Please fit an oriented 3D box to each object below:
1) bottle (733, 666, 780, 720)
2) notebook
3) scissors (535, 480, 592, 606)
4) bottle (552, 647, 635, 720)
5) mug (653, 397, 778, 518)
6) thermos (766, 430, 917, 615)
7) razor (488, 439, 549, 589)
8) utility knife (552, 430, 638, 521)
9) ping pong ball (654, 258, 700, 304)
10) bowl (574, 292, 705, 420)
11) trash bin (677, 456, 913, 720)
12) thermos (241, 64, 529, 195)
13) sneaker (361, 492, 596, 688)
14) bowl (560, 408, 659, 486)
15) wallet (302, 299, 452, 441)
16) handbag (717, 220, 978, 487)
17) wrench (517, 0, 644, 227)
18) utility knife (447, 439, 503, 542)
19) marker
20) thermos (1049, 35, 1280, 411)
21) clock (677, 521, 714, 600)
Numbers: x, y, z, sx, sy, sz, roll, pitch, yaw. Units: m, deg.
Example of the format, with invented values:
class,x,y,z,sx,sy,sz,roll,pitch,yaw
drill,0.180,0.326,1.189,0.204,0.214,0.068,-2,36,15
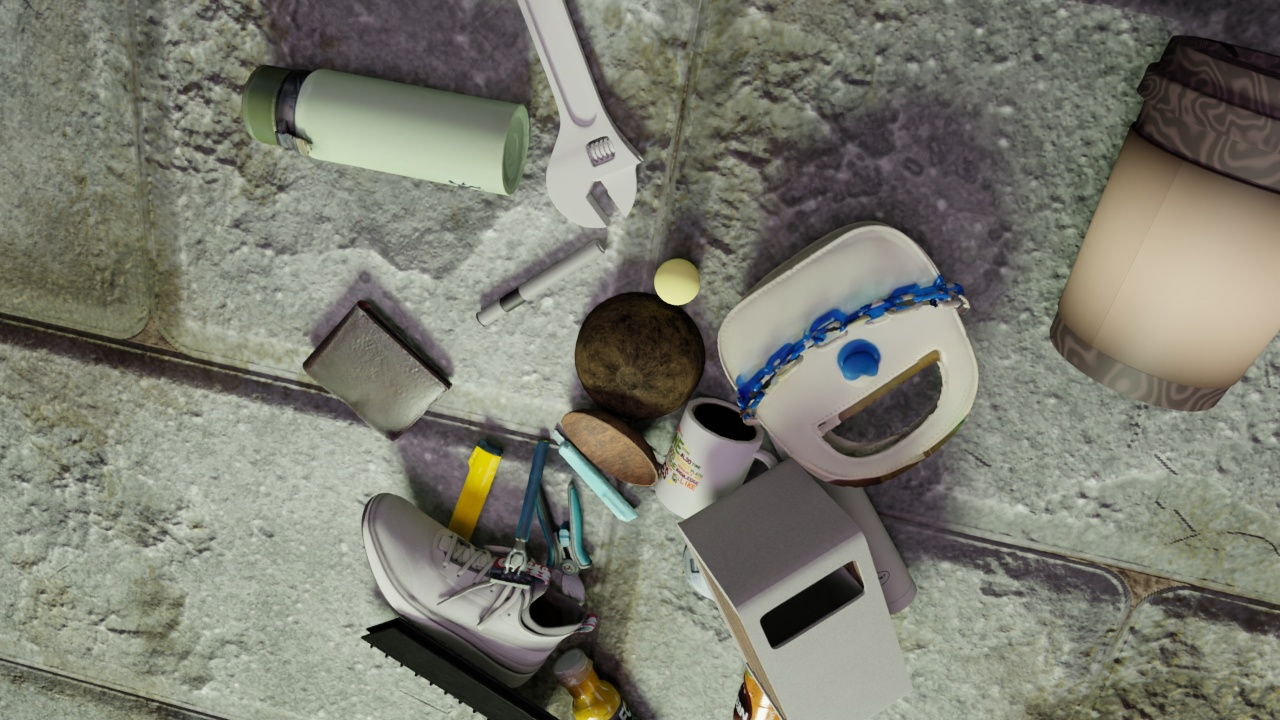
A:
class,x,y,z,sx,sy,sz,roll,pitch,yaw
bottle,0.124,0.380,0.961,0.059,0.059,0.167,14,115,5
notebook,-0.182,0.345,0.971,0.231,0.019,0.170,37,149,-11
scissors,-0.073,0.185,0.939,0.132,0.019,0.148,39,114,-6
bottle,-0.034,0.398,1.004,0.053,0.053,0.186,-23,106,19
mug,0.075,0.097,0.835,0.105,0.073,0.090,28,116,16
thermos,0.184,0.134,0.847,0.052,0.052,0.224,-25,106,20
razor,-0.110,0.147,0.890,0.042,0.022,0.143,15,82,-14
utility knife,-0.048,0.116,0.906,0.022,0.015,0.119,-34,103,38
ping pong ball,0.032,-0.068,0.796,0.040,0.040,0.040,4,114,9
bowl,-0.005,0.005,0.826,0.121,0.056,0.121,4,114,9
trash bin,0.139,0.219,0.806,0.114,0.114,0.229,-29,125,-7
thermos,-0.215,-0.194,0.768,0.231,0.082,0.082,12,115,5
sneaker,-0.162,0.218,0.921,0.129,0.096,0.263,-34,111,20
bowl,-0.023,0.074,0.855,0.102,0.026,0.114,48,154,-20
wallet,-0.256,0.012,0.896,0.120,0.031,0.100,44,116,-12
handbag,0.174,0.003,0.744,0.201,0.093,0.199,-36,91,13
wrench,-0.072,-0.241,0.757,0.087,0.018,0.273,-16,107,19
utility knife,-0.184,0.163,0.951,0.030,0.018,0.207,27,116,4
marker,-0.091,-0.070,0.834,0.141,0.016,0.016,-29,105,21
thermos,0.403,-0.092,0.651,0.173,0.172,0.227,16,121,4
clock,0.101,0.186,0.886,0.129,0.052,0.090,-1,113,12
